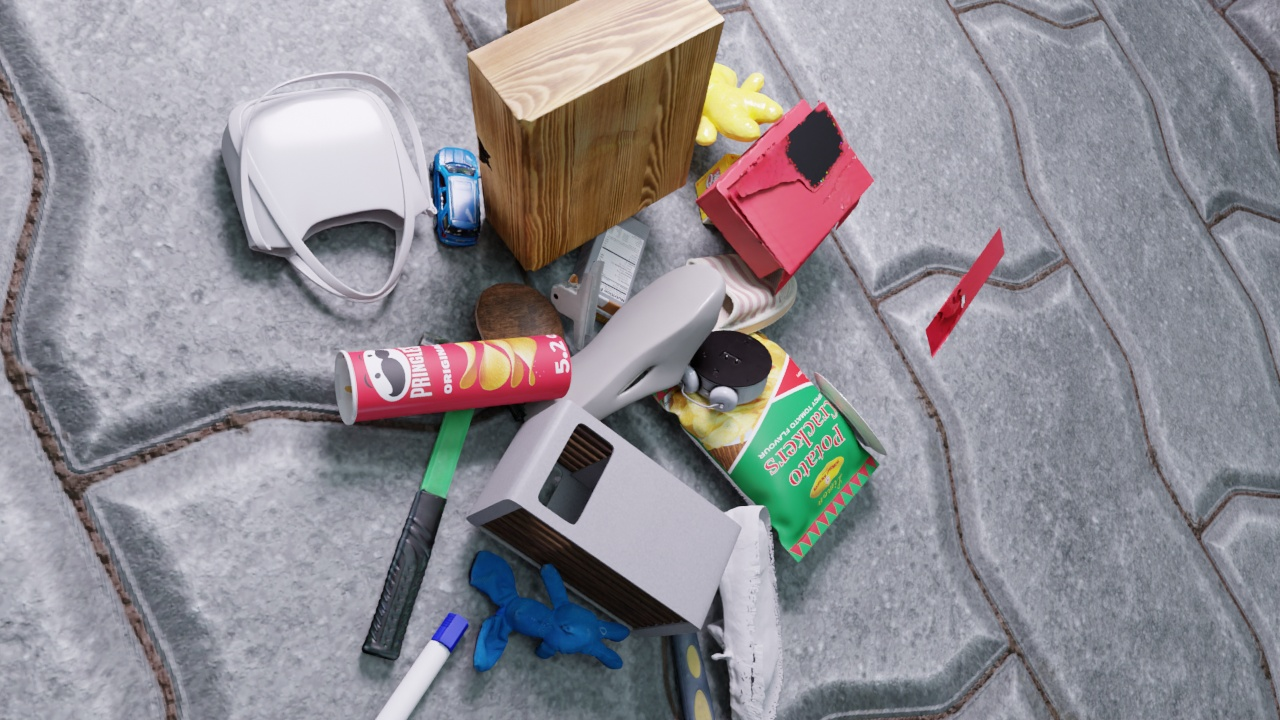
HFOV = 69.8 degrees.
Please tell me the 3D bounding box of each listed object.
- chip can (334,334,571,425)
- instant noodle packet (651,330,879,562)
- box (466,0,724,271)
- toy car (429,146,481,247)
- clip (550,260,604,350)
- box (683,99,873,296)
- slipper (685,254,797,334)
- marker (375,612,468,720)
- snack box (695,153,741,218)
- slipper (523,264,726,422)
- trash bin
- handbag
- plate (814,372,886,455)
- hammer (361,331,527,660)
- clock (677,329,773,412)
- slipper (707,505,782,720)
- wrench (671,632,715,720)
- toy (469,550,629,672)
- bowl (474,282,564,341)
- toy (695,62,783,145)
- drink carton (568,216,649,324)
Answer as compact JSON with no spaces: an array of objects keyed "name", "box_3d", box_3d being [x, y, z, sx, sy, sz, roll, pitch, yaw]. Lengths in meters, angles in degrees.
[{"name":"chip can","box_3d":[-0.180,0.016,0.902,0.220,0.069,0.069,-6,74,-30]},{"name":"instant noodle packet","box_3d":[0.154,0.083,1.091,0.252,0.091,0.195,49,53,4]},{"name":"box","box_3d":[-0.090,-0.344,0.994,0.285,0.280,0.334,-30,72,-17]},{"name":"toy car","box_3d":[-0.202,-0.186,1.025,0.056,0.044,0.120,3,67,-26]},{"name":"clip","box_3d":[-0.069,-0.064,1.022,0.052,0.102,0.058,-7,39,-24]},{"name":"box","box_3d":[0.168,-0.199,1.179,0.165,0.153,0.213,50,61,-12]},{"name":"slipper","box_3d":[0.088,-0.077,1.124,0.262,0.052,0.115,-24,55,-31]},{"name":"marker","box_3d":[-0.204,0.294,0.841,0.023,0.027,0.132,38,57,-7]},{"name":"snack box","box_3d":[0.140,-0.221,1.211,0.105,0.084,0.061,1,70,-29]},{"name":"slipper","box_3d":[-0.006,0.006,1.007,0.265,0.113,0.080,-42,124,-11]},{"name":"trash bin","box_3d":[-0.034,0.162,0.908,0.229,0.115,0.114,38,57,-15]},{"name":"handbag","box_3d":[-0.298,-0.168,0.937,0.215,0.096,0.222,-21,87,-32]},{"name":"plate","box_3d":[0.259,0.070,1.150,0.011,0.134,0.134,-40,93,2]},{"name":"hammer","box_3d":[-0.204,0.132,0.905,0.130,0.032,0.318,24,61,-20]},{"name":"clock","box_3d":[0.094,0.015,1.044,0.094,0.035,0.122,30,49,24]},{"name":"slipper","box_3d":[0.111,0.282,0.990,0.112,0.075,0.246,6,77,-53]},{"name":"wrench","box_3d":[0.046,0.293,0.987,0.073,0.022,0.273,0,70,-30]},{"name":"toy","box_3d":[-0.092,0.261,0.892,0.176,0.071,0.112,22,67,-9]},{"name":"bowl","box_3d":[-0.137,-0.034,1.006,0.114,0.026,0.102,-4,71,-44]},{"name":"toy","box_3d":[0.085,-0.326,1.178,0.133,0.208,0.092,-42,131,-21]},{"name":"drink carton","box_3d":[-0.040,-0.113,1.085,0.076,0.049,0.124,27,60,-18]}]
